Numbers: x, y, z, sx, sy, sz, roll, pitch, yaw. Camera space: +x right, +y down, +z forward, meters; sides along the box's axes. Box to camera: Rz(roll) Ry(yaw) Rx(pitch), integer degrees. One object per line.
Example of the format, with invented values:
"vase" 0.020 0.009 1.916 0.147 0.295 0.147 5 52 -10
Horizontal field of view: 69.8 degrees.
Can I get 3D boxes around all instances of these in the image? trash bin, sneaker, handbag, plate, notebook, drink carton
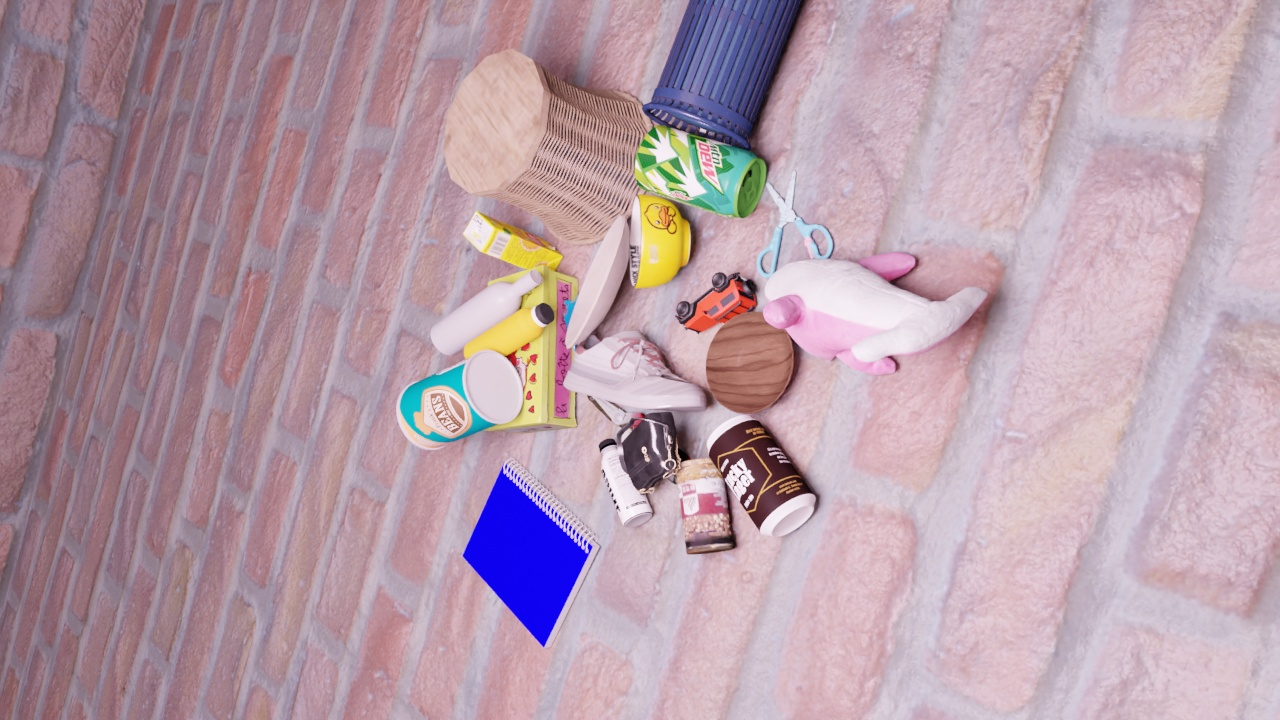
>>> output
"trash bin" 0.111 -0.392 1.096 0.139 0.139 0.249 25 96 40
"sneaker" -0.007 0.007 1.145 0.236 0.099 0.089 11 94 46
"handbag" 0.010 0.113 1.098 0.129 0.054 0.079 129 134 -59
"plate" -0.049 -0.099 1.196 0.189 0.027 0.188 -159 91 -78
"notebook" -0.155 0.261 1.272 0.209 0.022 0.172 35 106 38
"drink carton" -0.177 -0.163 1.294 0.058 0.134 0.043 43 106 39

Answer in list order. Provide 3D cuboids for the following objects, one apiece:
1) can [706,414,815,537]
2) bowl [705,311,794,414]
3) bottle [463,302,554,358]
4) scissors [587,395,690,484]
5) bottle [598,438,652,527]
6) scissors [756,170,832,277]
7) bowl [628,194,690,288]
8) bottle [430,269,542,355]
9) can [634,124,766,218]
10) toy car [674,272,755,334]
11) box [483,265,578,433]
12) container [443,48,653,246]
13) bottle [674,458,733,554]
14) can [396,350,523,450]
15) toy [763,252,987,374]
"can" 0.133 0.128 1.021 0.072 0.071 0.128 -49 55 22
"bowl" 0.134 0.005 1.069 0.120 0.032 0.119 -9 76 39
"bottle" -0.174 -0.034 1.229 0.144 0.043 0.043 -28 65 32
"scissors" -0.005 0.086 1.182 0.140 0.015 0.188 -35 61 32
"bottle" -0.024 0.153 1.168 0.041 0.041 0.116 -40 59 27
"scissors" 0.168 -0.153 1.088 0.118 0.015 0.139 -43 52 25
"bowl" 0.025 -0.149 1.154 0.117 0.067 0.117 179 91 -82
"bottle" -0.208 -0.070 1.261 0.196 0.052 0.052 -29 64 33
"can" 0.072 -0.228 1.115 0.144 0.083 0.083 23 97 25
"toy car" 0.093 -0.065 1.104 0.100 0.051 0.048 -38 58 28
"box" -0.154 -0.012 1.284 0.125 0.079 0.220 -7 78 39
"container" -0.128 -0.288 1.235 0.227 0.196 0.226 -9 76 38
"bottle" 0.075 0.171 1.072 0.056 0.056 0.105 -19 70 36
"can" -0.243 0.055 1.230 0.144 0.099 0.099 -22 68 36
"toy" 0.225 -0.036 0.950 0.266 0.186 0.128 26 138 61
